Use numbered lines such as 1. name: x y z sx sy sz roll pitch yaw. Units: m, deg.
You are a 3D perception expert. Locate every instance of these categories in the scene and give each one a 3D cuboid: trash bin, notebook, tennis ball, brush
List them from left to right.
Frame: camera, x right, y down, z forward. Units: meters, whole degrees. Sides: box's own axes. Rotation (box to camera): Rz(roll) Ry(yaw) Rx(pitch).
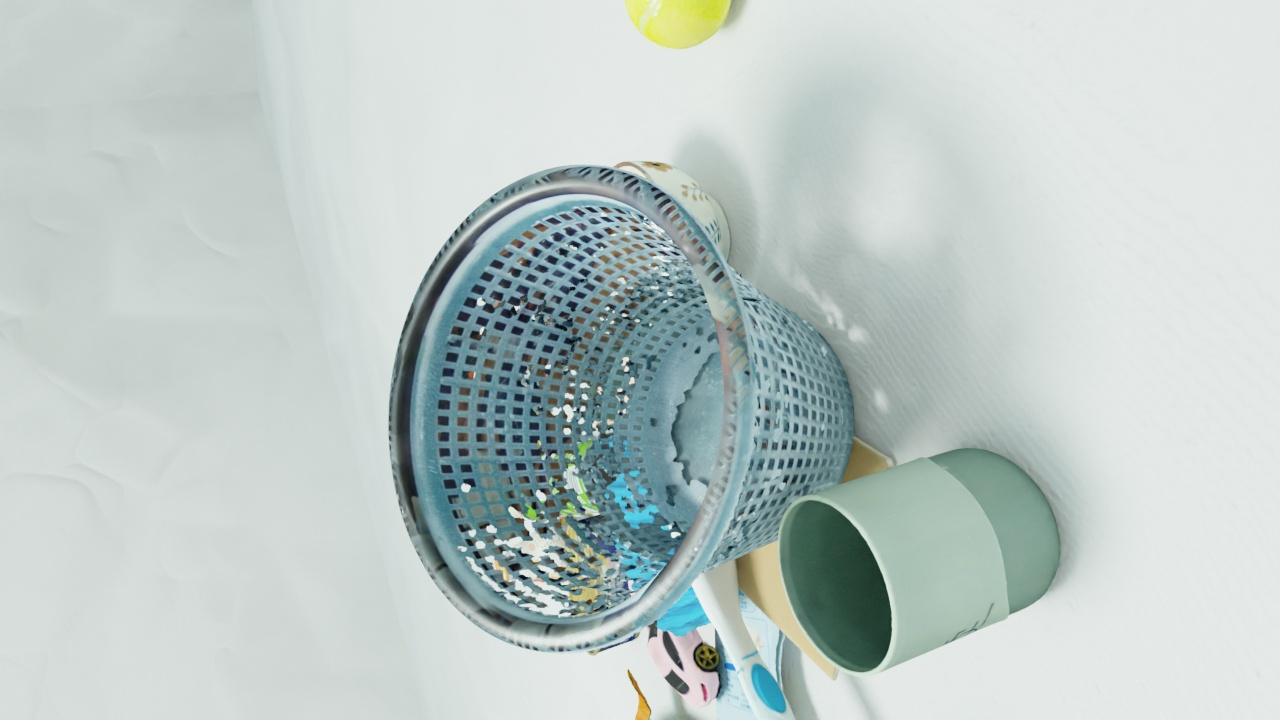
1. trash bin: 0.011 0.029 0.499 0.227 0.194 0.226 -5 81 37
2. tennis ball: 0.023 -0.223 0.554 0.065 0.065 0.065 40 136 53
3. brush: 0.049 0.174 0.614 0.110 0.060 0.314 -35 63 48
4. notebook: 0.080 0.090 0.616 0.208 0.008 0.148 36 122 54

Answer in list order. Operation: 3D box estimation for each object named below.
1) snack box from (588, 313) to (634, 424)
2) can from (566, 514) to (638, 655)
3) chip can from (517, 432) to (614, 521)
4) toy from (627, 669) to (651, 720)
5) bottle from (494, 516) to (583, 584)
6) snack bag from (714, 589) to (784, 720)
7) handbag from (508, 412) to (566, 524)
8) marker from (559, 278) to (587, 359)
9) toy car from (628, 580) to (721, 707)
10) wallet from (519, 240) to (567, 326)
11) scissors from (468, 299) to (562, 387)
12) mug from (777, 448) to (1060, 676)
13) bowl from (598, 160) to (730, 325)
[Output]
1. snack box: -0.004 0.004 0.744 0.157 0.026 0.084 160 110 -66
2. can: -0.037 0.220 0.908 0.074 0.049 0.148 35 132 55
3. chip can: -0.065 0.117 0.890 0.237 0.072 0.072 -26 78 64
4. toy: 0.025 0.388 0.813 0.247 0.089 0.226 -31 67 61
5. bottle: -0.096 0.203 0.954 0.063 0.108 0.063 41 136 55
6. snack bag: 0.077 0.217 0.676 0.110 0.038 0.191 175 91 -73
7. handbag: -0.139 0.130 1.088 0.178 0.063 0.164 52 149 16
8. marker: -0.066 -0.048 0.877 0.132 0.020 0.022 105 161 -45
9. toy car: 0.021 0.205 0.697 0.122 0.037 0.056 59 152 23
10. wallet: -0.102 -0.105 0.918 0.096 0.020 0.122 36 132 41
11. scissors: -0.146 -0.046 1.004 0.222 0.021 0.221 26 101 37
12. mug: 0.126 0.096 0.437 0.082 0.106 0.112 65 152 23
13. bowl: 0.022 -0.082 0.628 0.113 0.062 0.114 43 140 52
